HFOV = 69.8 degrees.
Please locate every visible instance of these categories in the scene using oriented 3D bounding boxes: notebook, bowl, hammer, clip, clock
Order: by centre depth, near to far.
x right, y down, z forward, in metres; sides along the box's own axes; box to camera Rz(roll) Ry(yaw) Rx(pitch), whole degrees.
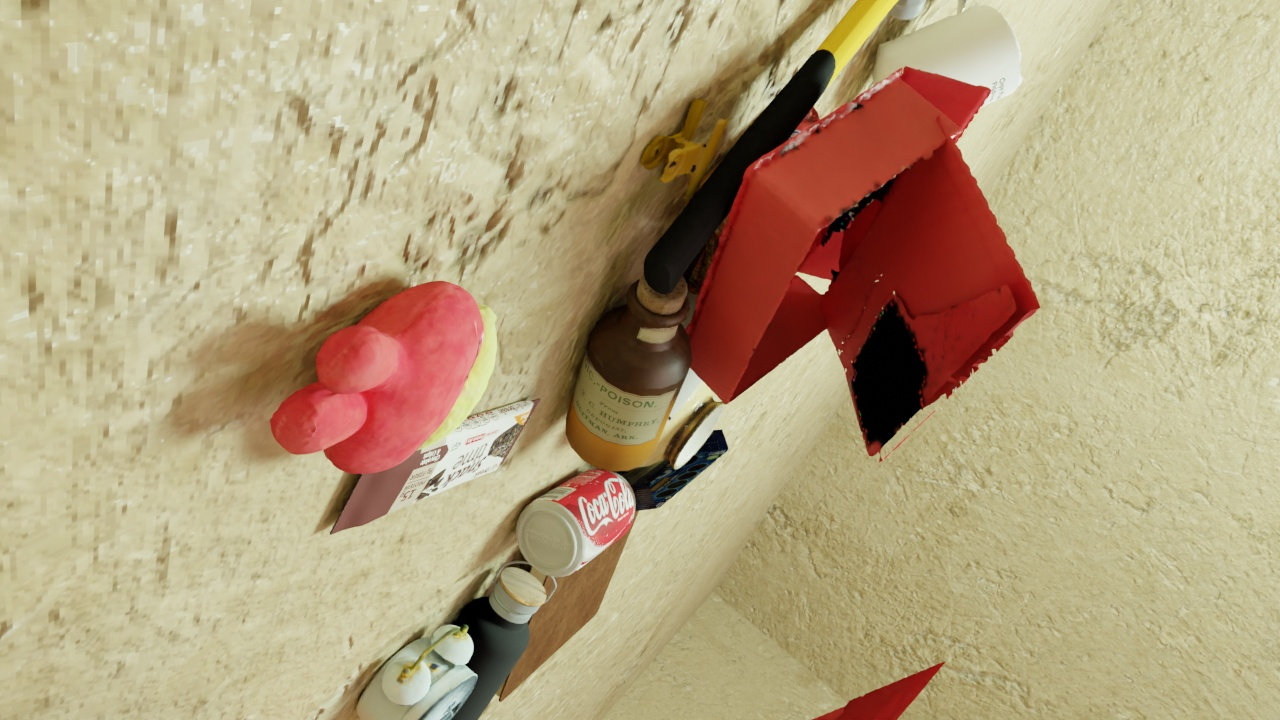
[{"bbox_3d":[0.024,-0.111,0.503,0.049,0.044,0.054,-73,-172,-51],"label":"clip"},{"bbox_3d":[0.103,-0.167,0.554,0.323,0.029,0.127,-52,168,-18],"label":"hammer"},{"bbox_3d":[-0.164,0.246,0.691,0.083,0.057,0.118,-27,150,-57],"label":"clock"},{"bbox_3d":[0.028,0.047,0.794,0.145,0.063,0.145,-48,164,-19],"label":"bowl"},{"bbox_3d":[-0.065,0.211,0.892,0.167,0.024,0.225,-69,164,13],"label":"notebook"}]

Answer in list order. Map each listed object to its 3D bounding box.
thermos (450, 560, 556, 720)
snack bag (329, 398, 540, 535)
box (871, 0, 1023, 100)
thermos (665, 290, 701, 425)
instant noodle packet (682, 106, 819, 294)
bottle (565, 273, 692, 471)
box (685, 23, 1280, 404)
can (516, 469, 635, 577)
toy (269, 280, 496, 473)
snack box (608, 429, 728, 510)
[{"bbox_3d":[-0.144,0.258,0.765,0.232,0.061,0.061,-57,164,15],"label":"thermos"},{"bbox_3d":[-0.108,0.056,0.517,0.057,0.013,0.157,-57,164,19],"label":"snack bag"},{"bbox_3d":[0.243,-0.264,0.739,0.137,0.143,0.083,-22,159,-1],"label":"box"},{"bbox_3d":[0.045,-0.024,0.708,0.224,0.052,0.052,-52,165,-3],"label":"thermos"},{"bbox_3d":[0.073,-0.111,0.630,0.135,0.040,0.099,-46,156,-20],"label":"instant noodle packet"},{"bbox_3d":[-0.004,0.004,0.600,0.067,0.068,0.157,-40,160,-39],"label":"bottle"},{"bbox_3d":[0.277,-0.103,0.631,0.509,0.141,0.216,-17,155,-19],"label":"box"},{"bbox_3d":[-0.050,0.130,0.750,0.064,0.064,0.104,-60,163,24],"label":"can"},{"bbox_3d":[-0.099,0.009,0.378,0.092,0.045,0.135,-56,170,5],"label":"toy"},{"bbox_3d":[0.014,0.103,0.862,0.082,0.027,0.149,-13,-172,34],"label":"snack box"}]
